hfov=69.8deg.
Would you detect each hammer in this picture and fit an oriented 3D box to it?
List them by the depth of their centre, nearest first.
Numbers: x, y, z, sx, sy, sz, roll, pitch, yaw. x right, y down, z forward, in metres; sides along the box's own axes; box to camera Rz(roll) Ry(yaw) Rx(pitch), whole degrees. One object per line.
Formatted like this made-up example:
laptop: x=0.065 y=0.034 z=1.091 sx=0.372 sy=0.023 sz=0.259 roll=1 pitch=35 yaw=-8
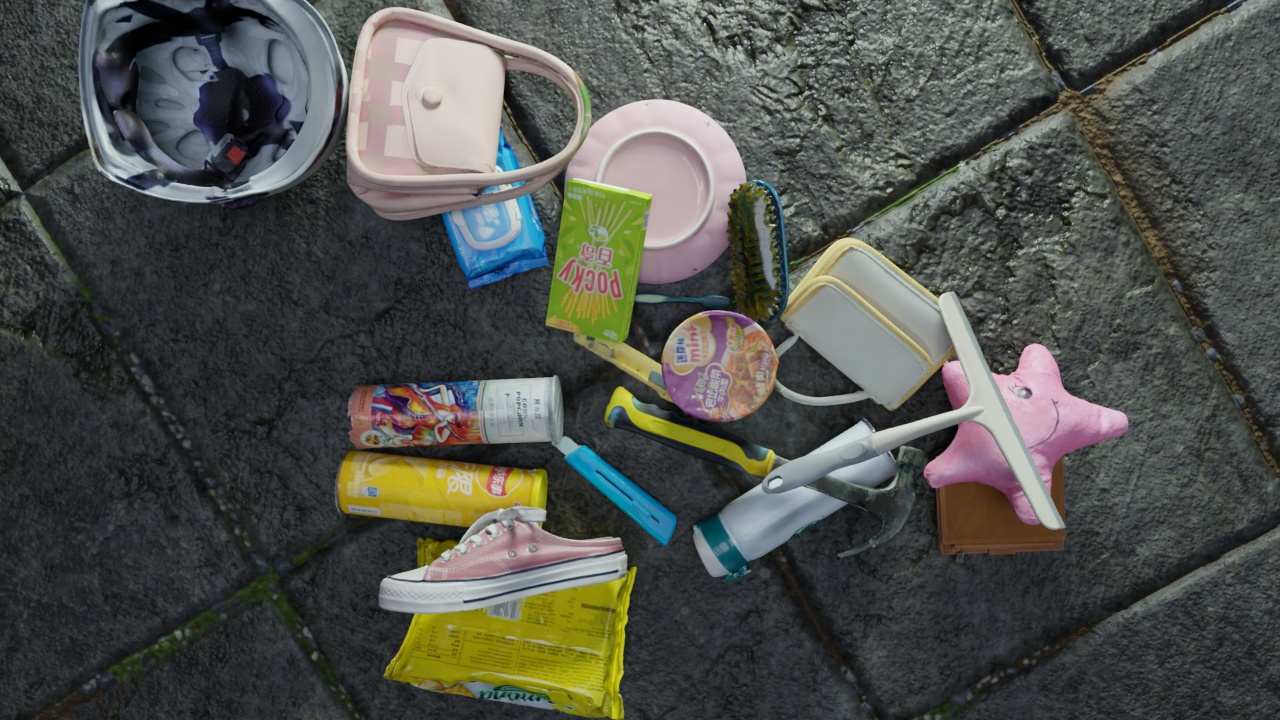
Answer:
hammer: x=0.112 y=0.102 z=0.930 sx=0.323 sy=0.032 sz=0.126 roll=18 pitch=82 yaw=17

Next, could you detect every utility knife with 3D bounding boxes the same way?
utility knife: x=-0.006 y=0.006 z=0.983 sx=0.151 sy=0.018 sz=0.031 roll=30 pitch=89 yaw=4
utility knife: x=-0.028 y=0.136 z=0.991 sx=0.166 sy=0.018 sz=0.034 roll=39 pitch=96 yaw=0

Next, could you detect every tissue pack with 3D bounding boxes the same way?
tissue pack: x=-0.160 y=-0.161 z=0.953 sx=0.095 sy=0.052 sz=0.157 roll=-18 pitch=94 yaw=3

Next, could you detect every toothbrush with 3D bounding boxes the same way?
toothbrush: x=0.001 y=-0.067 z=0.975 sx=0.192 sy=0.018 sz=0.016 roll=4 pitch=95 yaw=4

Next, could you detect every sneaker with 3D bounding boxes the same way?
sneaker: x=-0.134 y=0.189 z=0.895 sx=0.241 sy=0.118 sz=0.088 roll=-8 pitch=83 yaw=-10

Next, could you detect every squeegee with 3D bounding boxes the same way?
squeegee: x=0.230 y=0.078 z=0.868 sx=0.247 sy=0.039 sz=0.246 roll=-20 pitch=69 yaw=7

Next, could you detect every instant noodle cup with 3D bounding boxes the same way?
instant noodle cup: x=0.078 y=0.000 z=0.931 sx=0.111 sy=0.099 sz=0.111 roll=1 pitch=98 yaw=3

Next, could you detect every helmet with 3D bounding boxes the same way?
helmet: x=-0.402 y=-0.260 z=0.908 sx=0.258 sy=0.146 sz=0.229 roll=-6 pitch=95 yaw=0

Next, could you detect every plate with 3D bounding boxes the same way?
plate: x=0.015 y=-0.176 z=0.951 sx=0.192 sy=0.039 sz=0.192 roll=0 pitch=95 yaw=2

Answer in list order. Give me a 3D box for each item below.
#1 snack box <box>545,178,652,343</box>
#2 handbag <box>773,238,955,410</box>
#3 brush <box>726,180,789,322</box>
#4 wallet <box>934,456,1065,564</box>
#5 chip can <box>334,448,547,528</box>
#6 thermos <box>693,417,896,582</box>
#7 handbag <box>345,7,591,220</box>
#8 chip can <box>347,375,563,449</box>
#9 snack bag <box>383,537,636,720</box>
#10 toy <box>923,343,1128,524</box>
snack box: x=-0.043 y=-0.100 z=0.937 sx=0.086 sy=0.026 sz=0.156 roll=15 pitch=111 yaw=10
handbag: x=0.220 y=-0.018 z=0.950 sx=0.163 sy=0.063 sz=0.179 roll=40 pitch=99 yaw=0
brush: x=0.123 y=-0.111 z=0.936 sx=0.055 sy=0.073 sz=0.144 roll=-4 pitch=98 yaw=24
wallet: x=0.379 y=0.158 z=0.967 sx=0.131 sy=0.035 sz=0.119 roll=-2 pitch=93 yaw=2
chip can: x=-0.208 y=0.140 z=0.972 sx=0.213 sy=0.072 sz=0.072 roll=5 pitch=95 yaw=2
thermos: x=0.158 y=0.150 z=0.960 sx=0.224 sy=0.073 sz=0.073 roll=-33 pitch=93 yaw=5
handbag: x=-0.165 y=-0.239 z=0.902 sx=0.234 sy=0.093 sz=0.193 roll=2 pitch=73 yaw=0
chip can: x=-0.192 y=0.055 z=0.965 sx=0.215 sy=0.071 sz=0.071 roll=-2 pitch=95 yaw=3
snack bag: x=-0.127 y=0.271 z=0.952 sx=0.246 sy=0.068 sz=0.157 roll=8 pitch=66 yaw=3
toy: x=0.369 y=0.067 z=0.933 sx=0.194 sy=0.075 sz=0.178 roll=-42 pitch=66 yaw=-8
